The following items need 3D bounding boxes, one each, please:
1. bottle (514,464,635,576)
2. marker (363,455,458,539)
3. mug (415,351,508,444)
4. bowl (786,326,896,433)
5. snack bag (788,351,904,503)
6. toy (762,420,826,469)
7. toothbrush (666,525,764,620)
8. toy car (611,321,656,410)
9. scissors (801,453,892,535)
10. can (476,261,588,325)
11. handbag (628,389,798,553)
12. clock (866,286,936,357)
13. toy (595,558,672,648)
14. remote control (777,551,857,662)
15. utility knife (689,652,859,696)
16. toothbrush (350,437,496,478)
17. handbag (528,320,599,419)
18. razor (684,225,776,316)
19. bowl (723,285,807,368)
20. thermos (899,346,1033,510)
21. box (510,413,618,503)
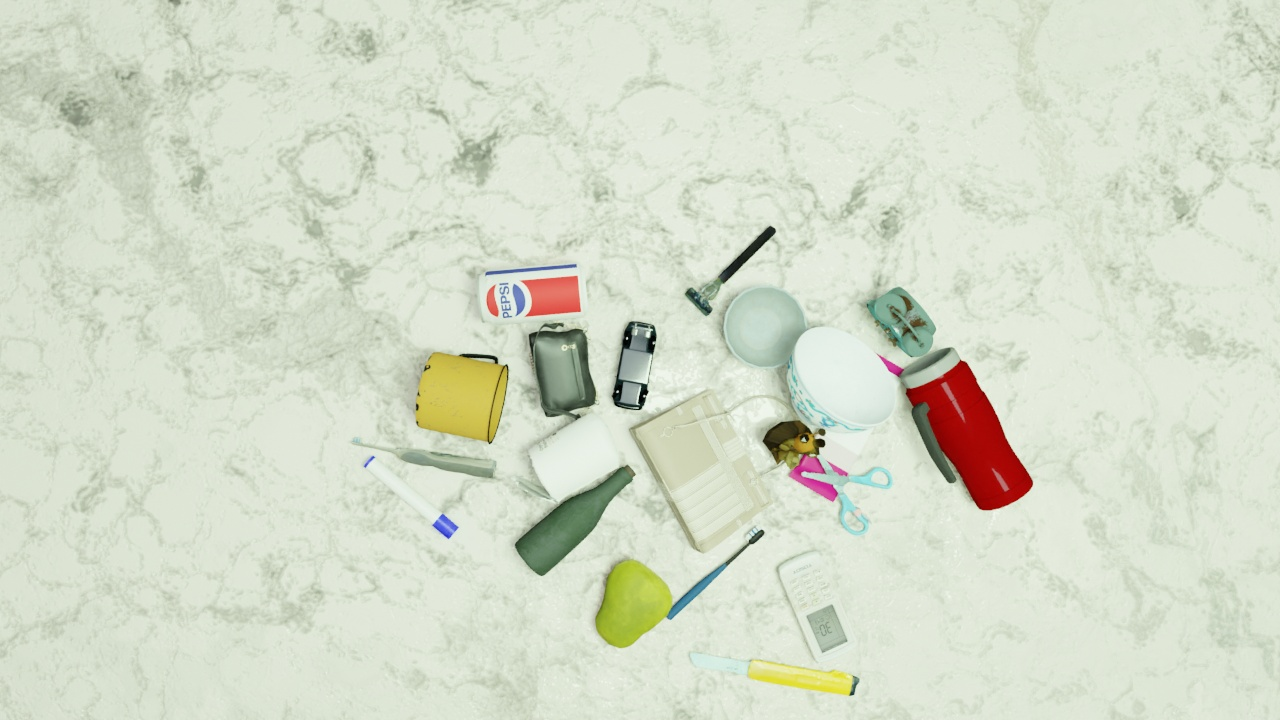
[{"bbox_3d":[-0.076,0.194,1.153,0.174,0.055,0.055,-41,91,-4],"label":"bottle"},{"bbox_3d":[-0.290,0.173,1.160,0.141,0.020,0.020,40,88,-2],"label":"marker"},{"bbox_3d":[-0.218,0.036,1.133,0.094,0.101,0.123,12,48,-1],"label":"mug"},{"bbox_3d":[0.234,0.038,1.135,0.144,0.074,0.143,15,49,-19],"label":"bowl"},{"bbox_3d":[0.269,0.082,1.187,0.070,0.016,0.196,30,88,-6],"label":"snack bag"},{"bbox_3d":[0.194,0.101,1.122,0.076,0.100,0.062,17,72,-18],"label":"toy"},{"bbox_3d":[0.095,0.273,1.178,0.167,0.014,0.014,-42,58,0],"label":"toothbrush"},{"bbox_3d":[-0.007,0.007,1.167,0.046,0.034,0.112,10,88,-3],"label":"toy car"},{"bbox_3d":[0.272,0.154,1.176,0.111,0.015,0.141,-39,111,-7],"label":"scissors"},{"bbox_3d":[-0.133,-0.083,1.144,0.132,0.070,0.070,-5,89,-3],"label":"can"},{"bbox_3d":[0.115,0.118,1.170,0.197,0.062,0.175,-29,91,-11],"label":"handbag"},{"bbox_3d":[0.325,-0.048,1.138,0.053,0.124,0.090,-41,91,6],"label":"clock"},{"bbox_3d":[-0.015,0.310,1.155,0.090,0.051,0.110,38,91,1],"label":"toy"},{"bbox_3d":[0.226,0.316,1.178,0.060,0.025,0.138,-23,90,-3],"label":"remote control"},{"bbox_3d":[0.172,0.400,1.179,0.223,0.019,0.030,11,83,-7],"label":"utility knife"},{"bbox_3d":[-0.275,0.122,1.161,0.185,0.022,0.024,11,86,-1],"label":"toothbrush"},{"bbox_3d":[-0.094,0.014,1.148,0.079,0.054,0.128,-12,102,-9],"label":"handbag"},{"bbox_3d":[0.121,-0.121,1.180,0.144,0.022,0.043,-45,93,-2],"label":"razor"},{"bbox_3d":[0.157,-0.042,1.172,0.106,0.039,0.106,0,89,-3],"label":"bowl"},{"bbox_3d":[0.402,0.092,1.155,0.107,0.084,0.198,-33,93,-25],"label":"thermos"},{"bbox_3d":[-0.095,0.132,1.142,0.143,0.080,0.089,-28,109,-2],"label":"box"}]
